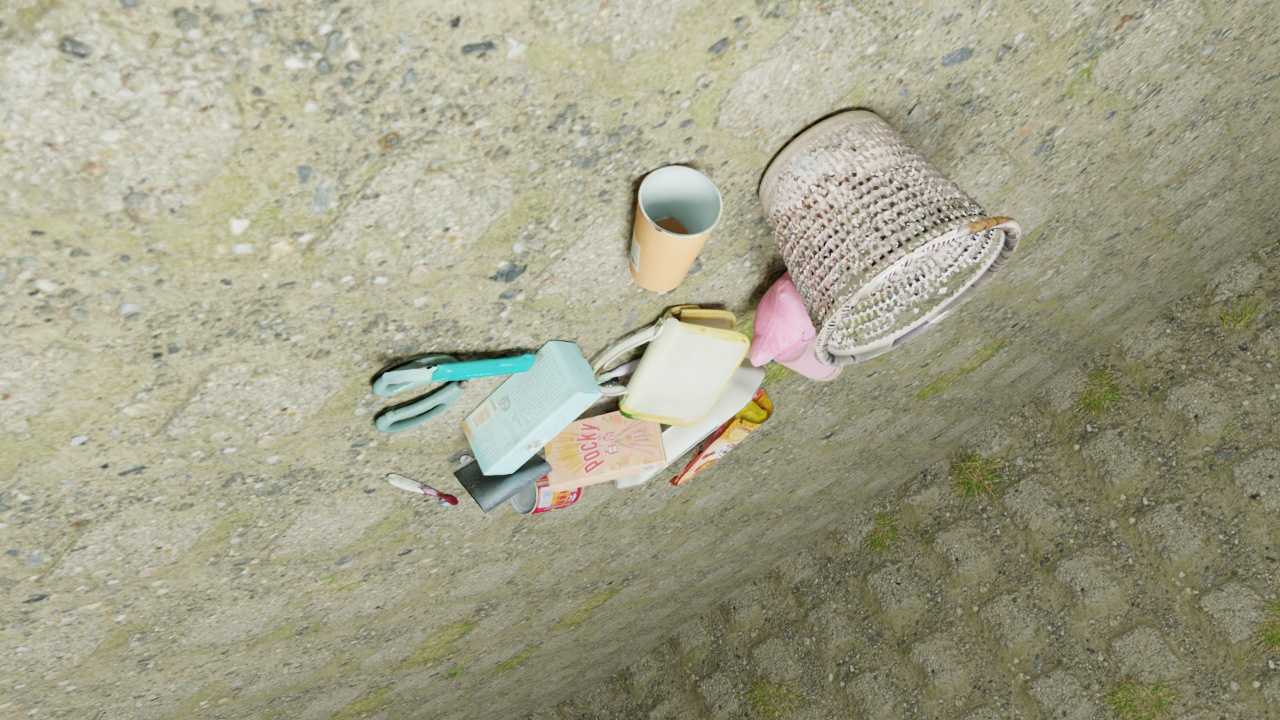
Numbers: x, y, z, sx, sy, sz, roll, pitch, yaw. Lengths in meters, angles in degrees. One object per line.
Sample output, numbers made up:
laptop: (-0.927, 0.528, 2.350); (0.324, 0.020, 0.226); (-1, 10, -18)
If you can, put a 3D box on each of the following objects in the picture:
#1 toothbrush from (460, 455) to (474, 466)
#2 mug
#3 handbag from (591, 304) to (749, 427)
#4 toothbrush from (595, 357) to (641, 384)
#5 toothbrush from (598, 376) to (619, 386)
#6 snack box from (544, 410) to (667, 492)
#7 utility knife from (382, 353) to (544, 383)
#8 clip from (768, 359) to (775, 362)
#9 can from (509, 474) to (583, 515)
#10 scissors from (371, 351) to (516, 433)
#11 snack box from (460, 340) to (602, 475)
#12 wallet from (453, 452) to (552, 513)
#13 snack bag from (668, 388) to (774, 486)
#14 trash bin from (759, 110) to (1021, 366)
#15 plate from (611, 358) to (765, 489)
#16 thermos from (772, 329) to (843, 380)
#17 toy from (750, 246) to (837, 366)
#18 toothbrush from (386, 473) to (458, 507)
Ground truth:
toothbrush: (-0.213, 0.160, 1.252); (0.016, 0.016, 0.180); (-31, 156, -5)
mug: (0.026, -0.119, 0.884); (0.078, 0.078, 0.123); (-21, 160, -19)
handbag: (0.026, 0.002, 1.137); (0.178, 0.063, 0.164); (8, 128, -29)
toothbrush: (-0.007, 0.007, 1.173); (0.189, 0.029, 0.021); (-22, -163, -19)
toothbrush: (-0.112, 0.061, 1.168); (0.189, 0.016, 0.014); (-25, 151, -8)
snack box: (-0.048, 0.115, 1.210); (0.157, 0.084, 0.026); (-14, 154, 6)
utility knife: (-0.178, 0.008, 0.944); (0.208, 0.013, 0.029); (-7, 139, -52)
clip: (0.189, -0.007, 1.376); (0.056, 0.014, 0.048); (-1, 142, -49)
can: (-0.135, 0.184, 1.328); (0.093, 0.066, 0.067); (-4, 146, -46)
scissors: (-0.215, 0.034, 0.989); (0.177, 0.019, 0.170); (-11, 150, -42)
snack box: (-0.128, 0.057, 1.064); (0.175, 0.074, 0.051); (-41, 155, 26)
wallet: (-0.172, 0.138, 1.138); (0.097, 0.121, 0.019); (-31, 117, -18)
snack bag: (0.130, 0.125, 1.505); (0.128, 0.073, 0.208); (-41, 171, -45)
trash bin: (0.228, -0.133, 0.927); (0.227, 0.192, 0.228); (-24, 157, -11)
plate: (0.055, 0.078, 1.272); (0.266, 0.034, 0.162); (-38, -165, 5)
thermos: (0.256, -0.019, 1.372); (0.198, 0.067, 0.087); (18, 100, -59)
toy: (0.195, -0.073, 1.149); (0.179, 0.074, 0.194); (-63, 162, 12)
toothbrush: (-0.284, 0.171, 1.198); (0.017, 0.016, 0.187); (-22, 158, 8)
